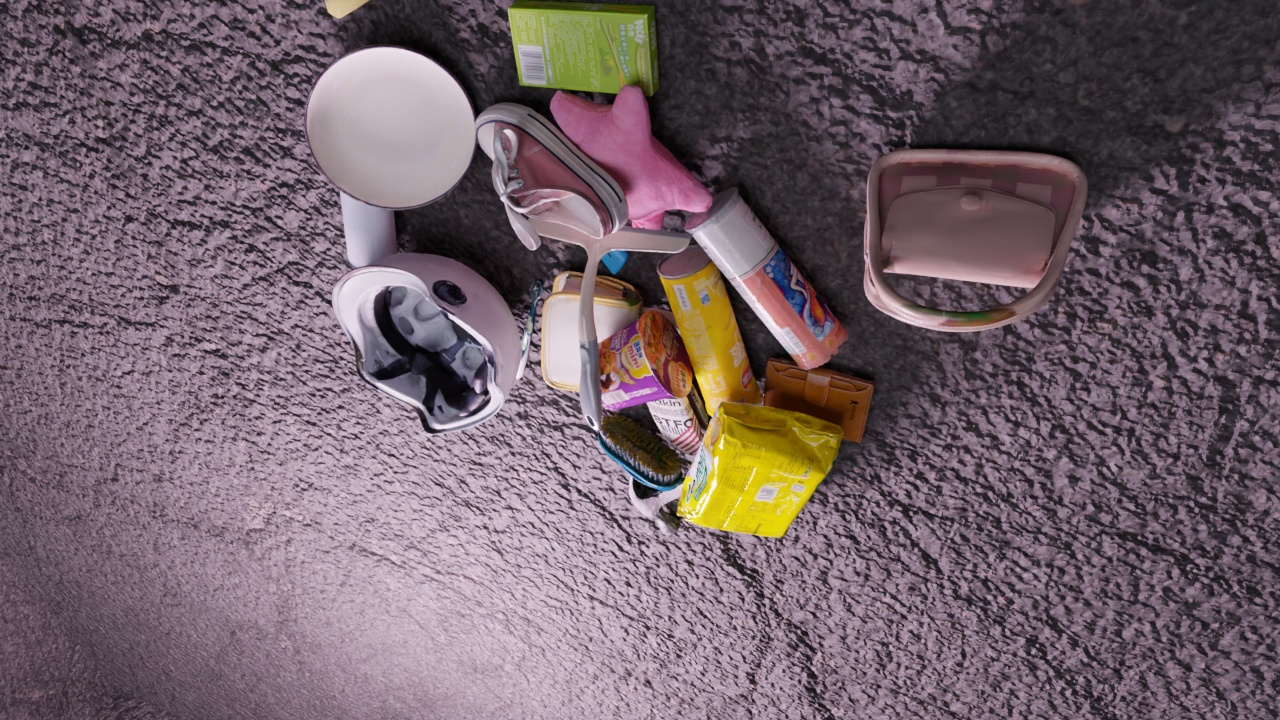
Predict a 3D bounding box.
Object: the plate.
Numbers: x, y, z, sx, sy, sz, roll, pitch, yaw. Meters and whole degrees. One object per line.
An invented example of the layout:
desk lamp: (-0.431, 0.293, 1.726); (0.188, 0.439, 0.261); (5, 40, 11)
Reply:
plate: (-0.286, -0.270, 1.059); (0.192, 0.039, 0.193); (-6, 123, -9)

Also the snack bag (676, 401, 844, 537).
snack bag: (0.148, 0.146, 1.159); (0.158, 0.068, 0.247); (10, 141, -5)

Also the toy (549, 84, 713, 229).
toy: (-0.026, -0.215, 0.998); (0.179, 0.074, 0.194); (-17, 118, 50)

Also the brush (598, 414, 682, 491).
brush: (-0.001, 0.136, 1.278); (0.144, 0.055, 0.074); (34, 144, 28)

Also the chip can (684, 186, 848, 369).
chip can: (0.142, -0.088, 1.021); (0.071, 0.071, 0.215); (-26, 113, 40)

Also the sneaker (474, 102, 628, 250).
sneaker: (-0.118, -0.199, 0.992); (0.241, 0.087, 0.118); (41, 153, 30)

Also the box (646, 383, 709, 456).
box: (0.048, 0.074, 1.207); (0.074, 0.064, 0.164); (-15, 132, 16)

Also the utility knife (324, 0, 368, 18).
utility knife: (-0.298, -0.413, 1.004); (0.152, 0.018, 0.031); (-14, 116, 33)

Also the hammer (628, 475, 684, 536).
hammer: (0.106, 0.158, 1.279); (0.126, 0.031, 0.324); (46, 133, -16)

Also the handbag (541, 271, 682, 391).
handbag: (-0.034, -0.032, 1.178); (0.179, 0.063, 0.164); (8, 133, 1)

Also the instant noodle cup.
instant noodle cup: (-0.007, 0.006, 1.112); (0.099, 0.111, 0.111); (-21, 117, 29)

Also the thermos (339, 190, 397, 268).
thermos: (-0.345, -0.219, 1.160); (0.073, 0.073, 0.225); (20, 134, 11)

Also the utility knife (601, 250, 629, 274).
utility knife: (-0.071, -0.173, 1.094); (0.034, 0.018, 0.166); (-26, 112, 40)

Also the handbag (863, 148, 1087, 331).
handbag: (0.288, -0.098, 0.823); (0.193, 0.233, 0.093); (8, 133, 21)

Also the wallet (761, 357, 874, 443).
wallet: (0.216, 0.042, 1.127); (0.131, 0.035, 0.119); (14, 138, 15)

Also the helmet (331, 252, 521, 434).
helmet: (-0.262, -0.044, 1.213); (0.258, 0.145, 0.230); (44, 132, -7)

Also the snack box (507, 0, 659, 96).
snack box: (-0.058, -0.324, 0.951); (0.156, 0.026, 0.086); (10, 132, 20)

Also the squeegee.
squeegee: (-0.056, -0.034, 1.050); (0.247, 0.039, 0.247); (14, 108, 39)

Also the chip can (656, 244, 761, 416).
chip can: (0.084, -0.030, 1.100); (0.072, 0.071, 0.213); (-3, 126, 29)

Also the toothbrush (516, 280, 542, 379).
toothbrush: (-0.156, -0.037, 1.254); (0.016, 0.018, 0.192); (25, 135, 5)
